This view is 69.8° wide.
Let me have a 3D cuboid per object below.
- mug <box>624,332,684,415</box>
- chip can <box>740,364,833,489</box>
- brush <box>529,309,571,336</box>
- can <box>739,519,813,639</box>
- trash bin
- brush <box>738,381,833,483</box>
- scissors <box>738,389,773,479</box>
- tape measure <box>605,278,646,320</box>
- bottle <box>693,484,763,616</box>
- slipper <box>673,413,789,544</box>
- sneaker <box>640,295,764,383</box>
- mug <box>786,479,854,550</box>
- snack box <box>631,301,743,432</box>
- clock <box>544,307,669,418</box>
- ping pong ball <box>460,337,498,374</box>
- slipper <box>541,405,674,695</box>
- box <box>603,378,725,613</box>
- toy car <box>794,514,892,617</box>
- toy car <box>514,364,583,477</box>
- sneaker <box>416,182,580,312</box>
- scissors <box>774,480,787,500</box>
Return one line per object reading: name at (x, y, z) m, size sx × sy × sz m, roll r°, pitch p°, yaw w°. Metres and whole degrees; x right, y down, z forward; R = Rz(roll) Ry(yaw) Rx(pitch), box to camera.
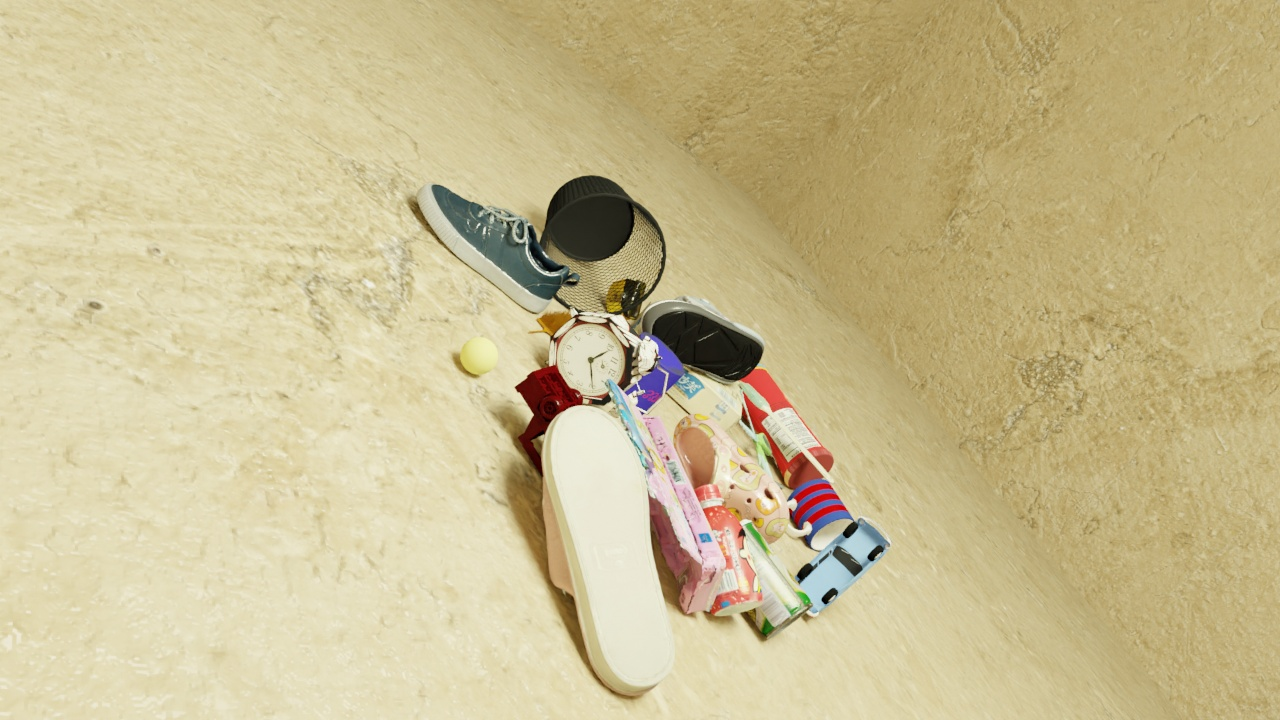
mug at (-0.007, 0.007, 1.236) m, size 0.111 × 0.084 × 0.079 m, roll 51°, pitch 20°, yaw 19°
chip can at (0.227, 0.107, 1.519) m, size 0.087 × 0.087 × 0.213 m, roll 24°, pitch 26°, yaw -46°
brush at (-0.112, -0.045, 1.231) m, size 0.048 × 0.017 × 0.126 m, roll 48°, pitch 19°, yaw 11°
can at (0.134, 0.247, 1.044) m, size 0.121 × 0.067 × 0.067 m, roll 52°, pitch 20°, yaw 22°
trash bin at (-0.068, -0.189, 1.405) m, size 0.184 × 0.184 × 0.210 m, roll 37°, pitch 14°, yaw -21°
brush at (0.228, 0.111, 1.432) m, size 0.217 × 0.012 × 0.033 m, roll 50°, pitch 18°, yaw 28°
scissors at (0.177, 0.121, 1.390) m, size 0.171 × 0.021 × 0.172 m, roll 38°, pitch 36°, yaw -59°
tape measure at (-0.027, -0.097, 1.450) m, size 0.064 × 0.065 × 0.037 m, roll 10°, pitch -8°, yaw 46°
bottle at (0.088, 0.203, 0.998) m, size 0.062 × 0.062 × 0.137 m, roll 20°, pitch 49°, yaw -51°
slipper at (0.098, 0.157, 1.159) m, size 0.081 × 0.093 × 0.197 m, roll -17°, pitch 59°, yaw -46°
sneaker at (0.067, -0.060, 1.377) m, size 0.256 × 0.093 × 0.160 m, roll 22°, pitch 21°, yaw -46°
mug at (0.249, 0.227, 1.345) m, size 0.111 × 0.075 × 0.076 m, roll 1°, pitch 41°, yaw -28°
snack box at (0.068, 0.011, 1.434) m, size 0.207 × 0.055 × 0.153 m, roll 42°, pitch 19°, yaw -7°
clock at (-0.034, 0.006, 1.121) m, size 0.155 × 0.115 × 0.065 m, roll 30°, pitch 16°, yaw 12°
ping pong ball at (-0.172, -0.005, 0.980) m, size 0.040 × 0.040 × 0.040 m, roll 39°, pitch 19°, yaw -17°
slipper at (-0.036, 0.167, 0.837) m, size 0.114 × 0.055 × 0.274 m, roll 9°, pitch 53°, yaw -33°
box at (0.028, 0.133, 0.973) m, size 0.230 × 0.062 × 0.161 m, roll -114°, pitch -172°, yaw -47°
toy car at (0.252, 0.263, 1.170) m, size 0.056 × 0.153 × 0.055 m, roll 44°, pitch -20°, yaw 26°
toy car at (-0.072, 0.091, 0.946) m, size 0.170 × 0.062 × 0.070 m, roll 57°, pitch 20°, yaw 5°
sneaker at (-0.187, -0.162, 1.213) m, size 0.235 × 0.087 × 0.089 m, roll 40°, pitch 19°, yaw -13°
scissors at (0.159, 0.173, 1.343) m, size 0.225 × 0.016 × 0.175 m, roll 38°, pitch 19°, yaw -24°
